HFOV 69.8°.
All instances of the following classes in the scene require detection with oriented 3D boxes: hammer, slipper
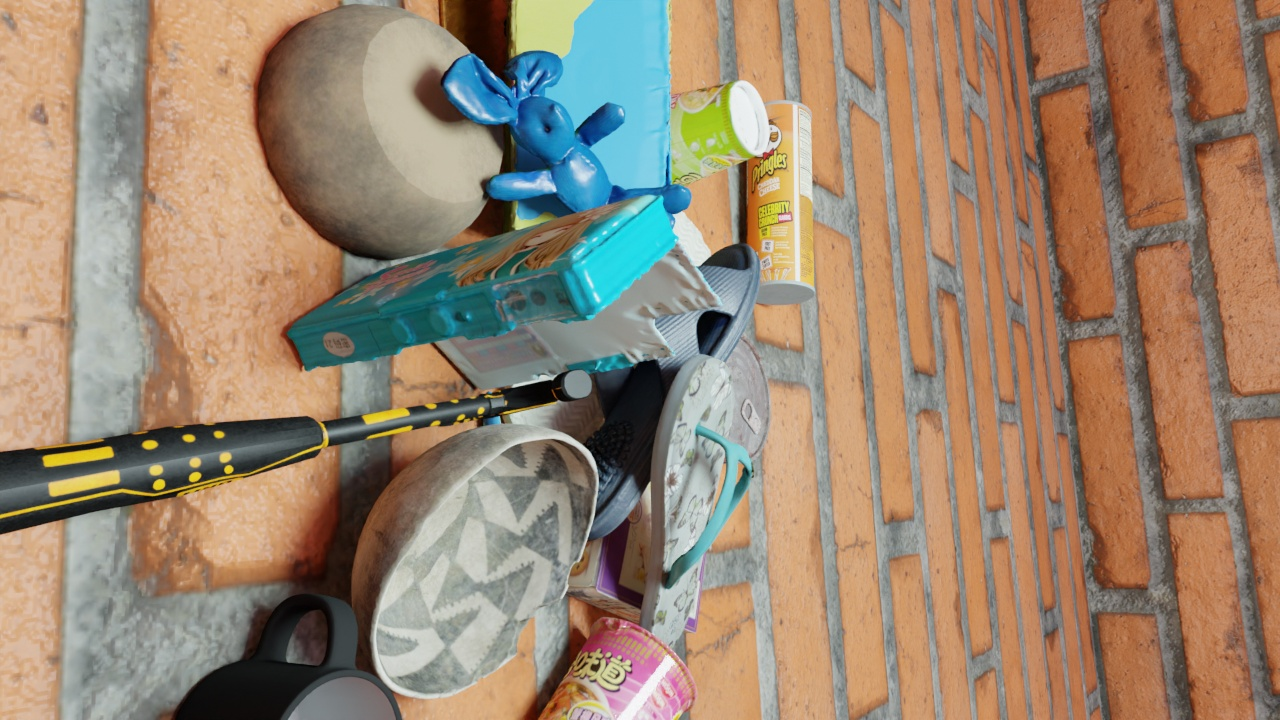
[{"bbox_3d":[-0.178,0.041,0.501,0.319,0.124,0.036,-9,86,-45],"label":"hammer"},{"bbox_3d":[-0.026,-0.027,0.758,0.271,0.054,0.114,-51,122,-36],"label":"slipper"},{"bbox_3d":[-0.004,0.004,0.682,0.082,0.101,0.263,40,68,-24],"label":"slipper"},{"bbox_3d":[0.047,0.116,0.669,0.098,0.055,0.269,-37,141,-50],"label":"slipper"}]

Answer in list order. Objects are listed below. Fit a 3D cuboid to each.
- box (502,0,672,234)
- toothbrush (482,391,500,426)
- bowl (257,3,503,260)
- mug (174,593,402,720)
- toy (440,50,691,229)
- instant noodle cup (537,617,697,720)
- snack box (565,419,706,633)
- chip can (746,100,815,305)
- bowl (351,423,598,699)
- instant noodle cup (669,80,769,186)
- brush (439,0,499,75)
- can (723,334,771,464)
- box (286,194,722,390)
[{"bbox_3d":[-0.041,-0.194,0.685,0.124,0.083,0.221,-1,91,-11],"label":"box"},{"bbox_3d":[-0.103,0.089,0.652,0.017,0.022,0.135,1,82,-22],"label":"toothbrush"},{"bbox_3d":[-0.153,-0.150,0.588,0.162,0.070,0.162,16,70,-52],"label":"bowl"},{"bbox_3d":[-0.176,0.177,0.468,0.078,0.088,0.113,31,58,-47],"label":"mug"},{"bbox_3d":[-0.047,-0.144,0.607,0.176,0.071,0.112,38,52,-19],"label":"toy"},{"bbox_3d":[-0.027,0.261,0.665,0.108,0.098,0.098,-45,119,-41],"label":"instant noodle cup"},{"bbox_3d":[0.003,0.141,0.770,0.148,0.041,0.143,38,54,-44],"label":"snack box"},{"bbox_3d":[0.155,-0.175,1.024,0.075,0.075,0.214,20,67,-51],"label":"chip can"},{"bbox_3d":[-0.112,0.109,0.564,0.177,0.081,0.179,-38,143,-37],"label":"bowl"},{"bbox_3d":[0.058,-0.216,0.868,0.098,0.108,0.098,17,68,-51],"label":"instant noodle cup"},{"bbox_3d":[-0.127,-0.228,0.688,0.048,0.017,0.126,5,78,-54],"label":"brush"},{"bbox_3d":[0.078,0.037,0.895,0.129,0.044,0.130,16,70,-52],"label":"can"},{"bbox_3d":[-0.073,-0.035,0.539,0.169,0.228,0.086,9,75,-53],"label":"box"}]
